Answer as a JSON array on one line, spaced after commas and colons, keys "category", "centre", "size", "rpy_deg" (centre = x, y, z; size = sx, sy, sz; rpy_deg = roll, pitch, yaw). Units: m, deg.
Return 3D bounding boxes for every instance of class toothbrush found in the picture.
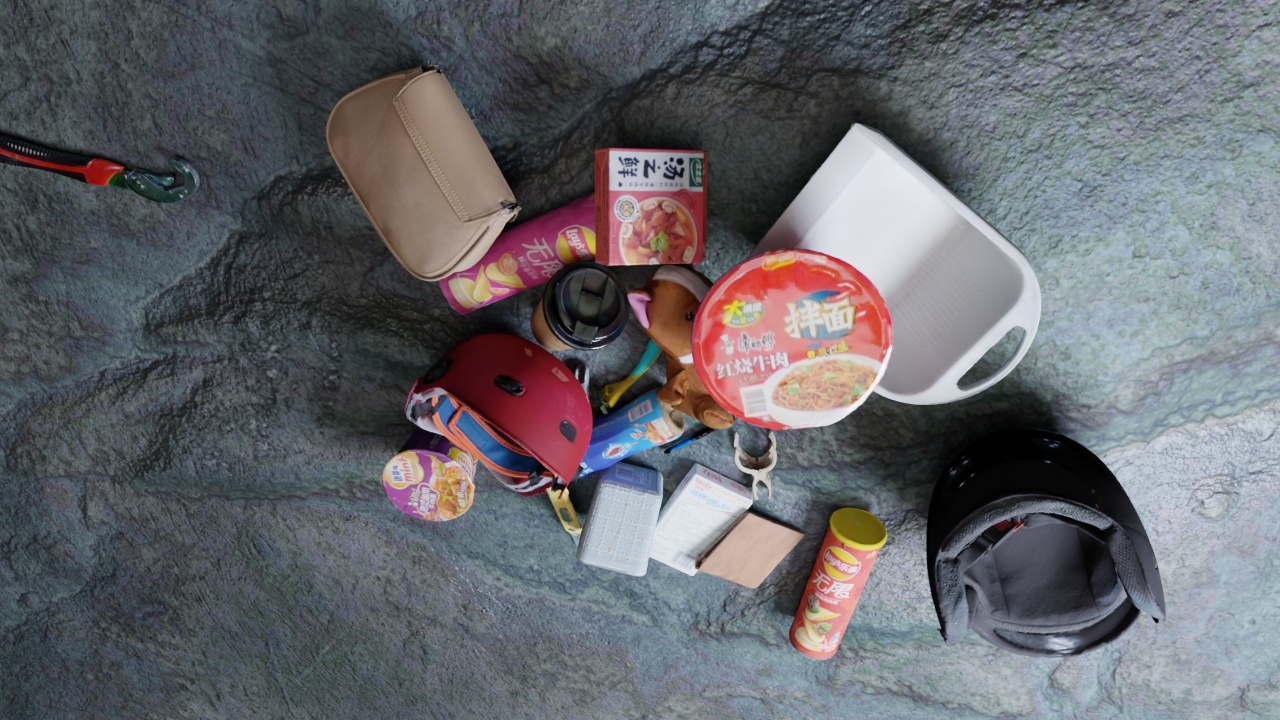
[{"category": "toothbrush", "centre": [0.104, 0.071, 1.115], "size": [0.190, 0.014, 0.016], "rpy_deg": [-30, 113, 22]}]

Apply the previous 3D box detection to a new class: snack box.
[{"category": "snack box", "centre": [0.070, 0.210, 1.194], "size": [0.084, 0.026, 0.157], "rpy_deg": [27, 120, -10]}, {"category": "snack box", "centre": [0.020, -0.154, 0.918], "size": [0.127, 0.044, 0.113], "rpy_deg": [-5, 101, -22]}]

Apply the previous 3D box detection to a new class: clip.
[{"category": "clip", "centre": [-0.069, 0.032, 1.105], "size": [0.038, 0.026, 0.058], "rpy_deg": [7, 118, 11]}, {"category": "clip", "centre": [0.156, 0.126, 1.131], "size": [0.092, 0.034, 0.103], "rpy_deg": [-28, 119, 22]}]

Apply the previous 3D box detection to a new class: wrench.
[{"category": "wrench", "centre": [-0.624, -0.218, 1.017], "size": [0.273, 0.016, 0.056], "rpy_deg": [10, 122, 0]}]

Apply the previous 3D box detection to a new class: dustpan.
[{"category": "dustpan", "centre": [0.261, -0.067, 0.917], "size": [0.257, 0.142, 0.223], "rpy_deg": [17, 124, -34]}]

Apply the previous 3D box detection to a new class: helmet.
[{"category": "helmet", "centre": [0.447, 0.215, 1.041], "size": [0.234, 0.229, 0.275], "rpy_deg": [-13, 129, 24]}, {"category": "helmet", "centre": [-0.137, 0.047, 1.023], "size": [0.207, 0.143, 0.241], "rpy_deg": [38, 158, -16]}]

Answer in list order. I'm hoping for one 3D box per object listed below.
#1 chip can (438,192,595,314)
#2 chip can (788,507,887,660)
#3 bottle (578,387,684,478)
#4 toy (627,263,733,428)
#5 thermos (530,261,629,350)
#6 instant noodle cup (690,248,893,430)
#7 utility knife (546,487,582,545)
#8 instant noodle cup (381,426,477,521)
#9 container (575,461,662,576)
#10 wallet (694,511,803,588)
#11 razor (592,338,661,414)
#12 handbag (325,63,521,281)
[{"category": "chip can", "centre": [-0.114, -0.117, 0.990], "size": [0.211, 0.071, 0.071], "rpy_deg": [-20, 117, 17]}, {"category": "chip can", "centre": [0.253, 0.294, 1.200], "size": [0.073, 0.073, 0.217], "rpy_deg": [12, 122, -1]}, {"category": "bottle", "centre": [-0.053, 0.102, 1.120], "size": [0.219, 0.065, 0.065], "rpy_deg": [-26, 115, 20]}, {"category": "toy", "centre": [0.063, -0.024, 1.002], "size": [0.131, 0.139, 0.200], "rpy_deg": [-5, 120, 40]}, {"category": "thermos", "centre": [-0.072, -0.049, 0.985], "size": [0.093, 0.093, 0.143], "rpy_deg": [33, 162, -14]}, {"category": "instant noodle cup", "centre": [0.147, -0.027, 0.911], "size": [0.194, 0.065, 0.194], "rpy_deg": [2, 115, 4]}, {"category": "utility knife", "centre": [-0.092, 0.199, 1.183], "size": [0.031, 0.020, 0.196], "rpy_deg": [9, 149, 18]}, {"category": "instant noodle cup", "centre": [-0.251, 0.127, 1.137], "size": [0.111, 0.099, 0.112], "rpy_deg": [2, 120, 4]}, {"category": "container", "centre": [-0.022, 0.194, 1.150], "size": [0.090, 0.090, 0.111], "rpy_deg": [15, 106, -2]}, {"category": "wallet", "centre": [0.142, 0.248, 1.198], "size": [0.101, 0.020, 0.115], "rpy_deg": [25, 117, -29]}, {"category": "razor", "centre": [-0.006, 0.006, 1.079], "size": [0.028, 0.043, 0.133], "rpy_deg": [27, 116, -32]}, {"category": "handbag", "centre": [-0.216, -0.191, 0.934], "size": [0.148, 0.099, 0.204], "rpy_deg": [-26, 98, 25]}]
